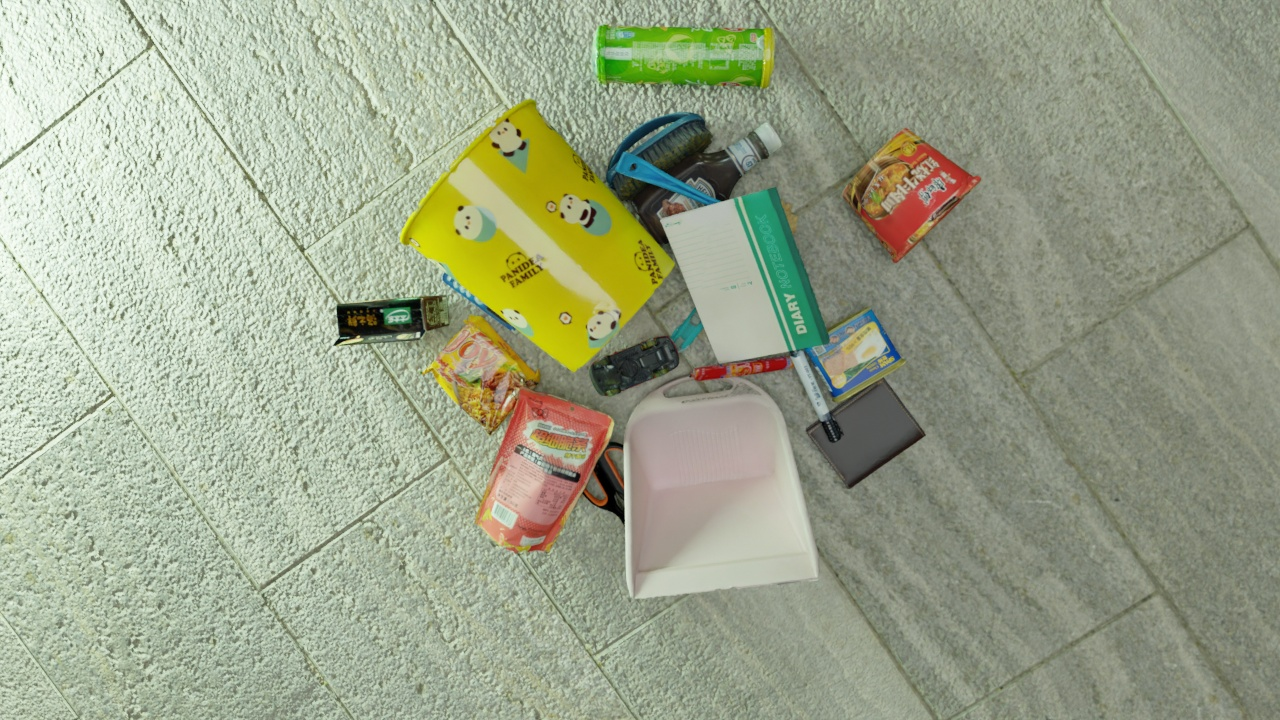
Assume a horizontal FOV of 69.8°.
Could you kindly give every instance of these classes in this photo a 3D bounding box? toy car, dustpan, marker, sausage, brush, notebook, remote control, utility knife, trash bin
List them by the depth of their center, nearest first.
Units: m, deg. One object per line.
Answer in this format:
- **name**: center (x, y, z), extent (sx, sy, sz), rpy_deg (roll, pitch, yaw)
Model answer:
- **trash bin**: center (-0.112, -0.137, 1.092), extent (0.255, 0.229, 0.230), rpy_deg (43, 96, -6)
- **dustpan**: center (0.080, 0.140, 1.110), extent (0.222, 0.273, 0.139), rpy_deg (-9, 120, 2)
- **notebook**: center (0.128, -0.096, 1.113), extent (0.151, 0.012, 0.209), rpy_deg (-11, 117, 28)
- **brush**: center (0.085, -0.191, 1.114), extent (0.254, 0.046, 0.083), rpy_deg (21, 108, -21)
- **brush**: center (0.017, -0.263, 1.150), extent (0.144, 0.055, 0.073), rpy_deg (-34, 69, 6)
- **marker**: center (0.224, 0.043, 1.165), extent (0.022, 0.018, 0.131), rpy_deg (-26, 96, -15)
- **sausage**: center (0.138, 0.009, 1.170), extent (0.156, 0.020, 0.020), rpy_deg (-8, 95, -7)
- **toy car**: center (-0.007, 0.007, 1.180), extent (0.121, 0.045, 0.053), rpy_deg (-21, 93, 13)
- **utility knife**: center (0.089, -0.075, 1.181), extent (0.029, 0.013, 0.171), rpy_deg (37, 97, 1)
- **remote control**: center (-0.196, -0.089, 1.194), extent (0.125, 0.024, 0.049), rpy_deg (37, 97, 1)

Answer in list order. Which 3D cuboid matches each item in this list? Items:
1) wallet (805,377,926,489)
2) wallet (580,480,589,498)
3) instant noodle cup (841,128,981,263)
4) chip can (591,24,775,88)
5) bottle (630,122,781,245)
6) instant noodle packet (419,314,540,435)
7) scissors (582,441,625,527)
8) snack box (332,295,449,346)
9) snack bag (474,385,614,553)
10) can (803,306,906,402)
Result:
- **wallet**: center (0.289, 0.093, 1.181), extent (0.122, 0.020, 0.096), rpy_deg (-37, 87, 8)
- **wallet**: center (-0.115, 0.119, 1.212), extent (0.115, 0.020, 0.101), rpy_deg (19, 95, -1)
- **instant noodle cup**: center (0.317, -0.202, 1.100), extent (0.138, 0.138, 0.108), rpy_deg (-45, 82, 6)
- **chip can**: center (0.051, -0.373, 1.126), extent (0.221, 0.072, 0.072), rpy_deg (3, 95, 3)
- **bottle**: center (0.085, -0.225, 1.140), extent (0.195, 0.044, 0.080), rpy_deg (-34, 130, 6)
- **instant noodle packet**: center (-0.208, 0.017, 1.196), extent (0.128, 0.044, 0.111), rpy_deg (43, 92, 0)
- **scissors**: center (-0.022, 0.218, 1.212), extent (0.125, 0.021, 0.235), rpy_deg (-8, 101, 6)
- **snack box**: center (-0.313, -0.052, 1.154), extent (0.113, 0.125, 0.053), rpy_deg (-4, 95, 4)
- **snack bag**: center (-0.128, 0.143, 1.168), extent (0.128, 0.073, 0.208), rpy_deg (23, 105, -4)
- **can**: center (0.267, -0.008, 1.154), extent (0.102, 0.057, 0.083), rpy_deg (-31, 90, 6)
